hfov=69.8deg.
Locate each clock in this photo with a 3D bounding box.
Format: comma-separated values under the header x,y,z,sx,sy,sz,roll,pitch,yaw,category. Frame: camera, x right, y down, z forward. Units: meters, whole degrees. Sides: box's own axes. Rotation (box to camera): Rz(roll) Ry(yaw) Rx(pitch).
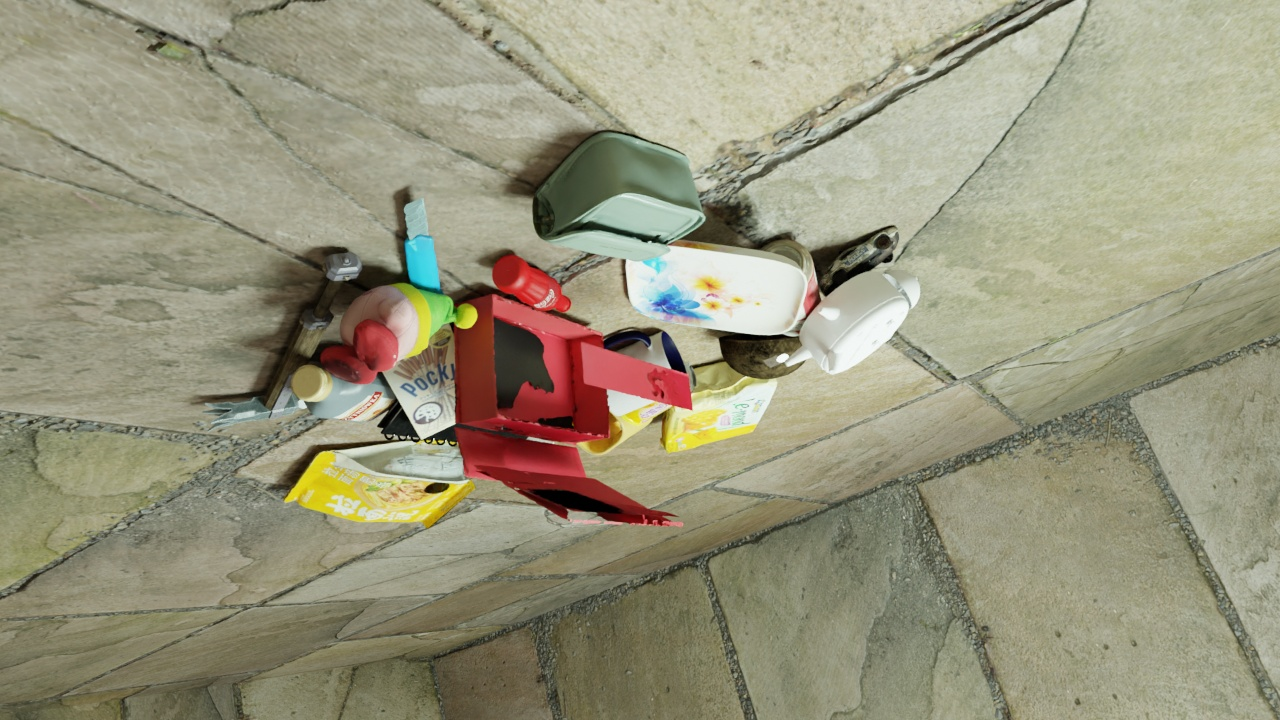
x,y,z,sx,sy,sz,roll,pitch,yaw,category
0.259,-0.039,1.085,0.160,0.073,0.126,-24,154,-30,clock

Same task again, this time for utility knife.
x,y,z,sx,sy,sz,roll,pitch,yaw,category
-0.195,-0.090,0.826,0.031,0.015,0.210,-13,163,-14,utility knife

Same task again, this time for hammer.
x,y,z,sx,sy,sz,roll,pitch,yaw,category
-0.325,-0.016,0.898,0.146,0.028,0.318,-11,160,-38,hammer

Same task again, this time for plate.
x,y,z,sx,sy,sz,roll,pitch,yaw,category
0.079,-0.078,0.976,0.187,0.016,0.187,8,159,5,plate

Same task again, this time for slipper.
x,y,z,sx,sy,sz,roll,pitch,yaw,category
-0.057,0.088,1.305,0.262,0.078,0.100,3,148,-47,slipper

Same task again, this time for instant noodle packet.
x,y,z,sx,sy,sz,roll,pitch,yaw,category
-0.368,0.171,1.291,0.221,0.084,0.163,8,147,-37,instant noodle packet

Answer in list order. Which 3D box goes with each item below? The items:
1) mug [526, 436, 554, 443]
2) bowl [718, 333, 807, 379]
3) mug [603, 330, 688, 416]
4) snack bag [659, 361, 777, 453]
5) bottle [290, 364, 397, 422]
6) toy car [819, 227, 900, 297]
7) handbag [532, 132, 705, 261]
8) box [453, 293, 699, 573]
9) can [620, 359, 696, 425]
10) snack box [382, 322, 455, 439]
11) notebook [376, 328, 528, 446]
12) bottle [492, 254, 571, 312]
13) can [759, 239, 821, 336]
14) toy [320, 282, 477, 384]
x,y,z,sx,sy,sz,roll,pitch,yaw,category
-0.191,0.120,1.279,0.088,0.081,0.114,-24,158,36,mug
0.164,-0.005,1.194,0.121,0.056,0.121,-4,-174,0,bowl
-0.007,0.007,1.154,0.097,0.078,0.112,-23,131,16,mug
0.108,0.068,1.396,0.159,0.068,0.248,-15,160,-9,snack bag
-0.308,0.031,0.954,0.072,0.046,0.161,-32,170,3,bottle
0.257,-0.118,1.084,0.113,0.040,0.048,-38,157,5,toy car
-0.015,-0.131,0.791,0.121,0.067,0.106,5,152,-46,handbag
-0.085,0.090,0.957,0.124,0.315,0.210,-36,153,21,box
0.018,0.039,1.253,0.067,0.067,0.105,6,149,-47,can
-0.222,0.017,0.970,0.082,0.026,0.150,-26,142,-11,snack box
-0.180,0.041,1.090,0.169,0.019,0.231,-49,149,17,notebook
-0.103,-0.071,0.917,0.036,0.036,0.119,-24,159,17,bottle
0.174,-0.080,1.068,0.067,0.067,0.170,-21,160,9,can
-0.223,-0.027,0.850,0.097,0.131,0.124,41,135,-13,toy
